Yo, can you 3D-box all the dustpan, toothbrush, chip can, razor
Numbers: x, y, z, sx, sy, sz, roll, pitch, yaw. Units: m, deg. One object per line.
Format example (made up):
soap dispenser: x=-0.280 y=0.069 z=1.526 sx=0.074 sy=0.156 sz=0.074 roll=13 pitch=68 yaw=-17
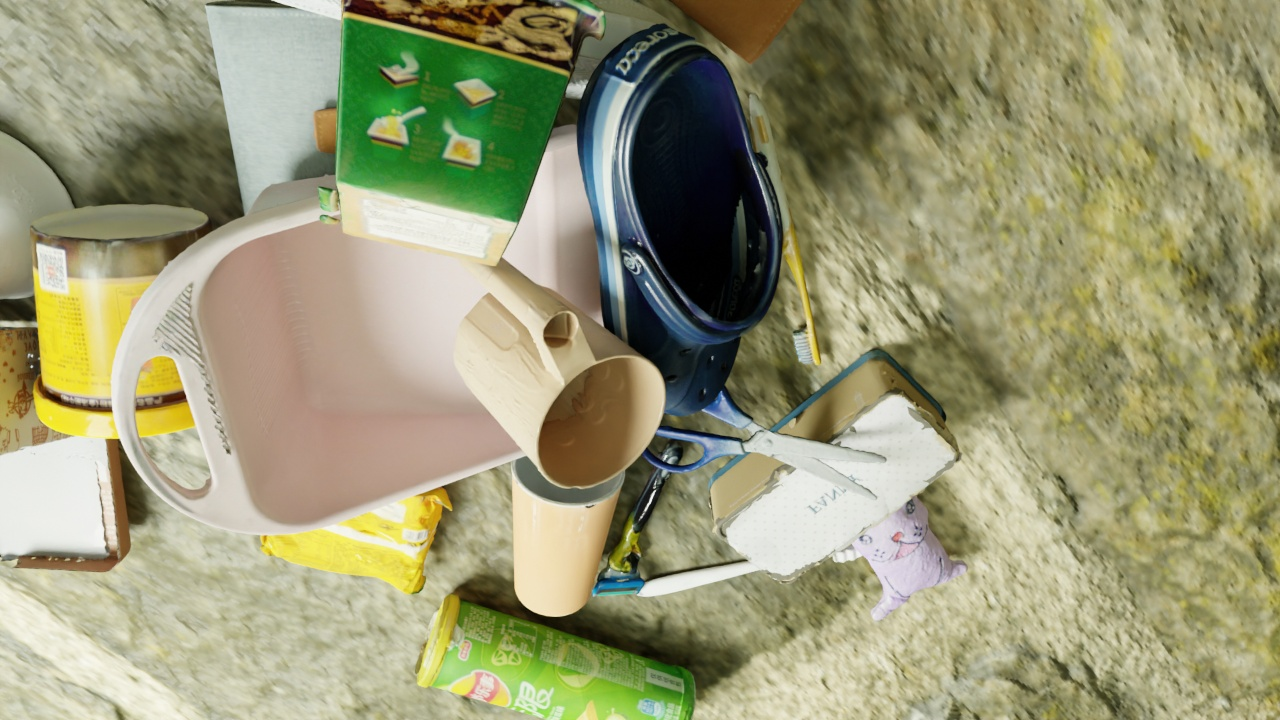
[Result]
dustpan: x=-0.134 y=0.000 z=0.529 sx=0.273 sy=0.138 sz=0.223 roll=-5 pitch=124 yaw=-5
toothbrush: x=0.090 y=-0.076 z=0.582 sx=0.018 sy=0.016 sz=0.191 roll=-11 pitch=120 yaw=15
toothbrush: x=0.083 y=0.164 z=0.716 sx=0.180 sy=0.016 sz=0.016 roll=-13 pitch=117 yaw=7
chip can: x=-0.063 y=0.253 z=0.732 sx=0.221 sy=0.072 sz=0.073 roll=21 pitch=117 yaw=-12
razor: x=0.000 y=0.117 z=0.686 sx=0.042 sy=0.022 sz=0.143 roll=3 pitch=120 yaw=-33

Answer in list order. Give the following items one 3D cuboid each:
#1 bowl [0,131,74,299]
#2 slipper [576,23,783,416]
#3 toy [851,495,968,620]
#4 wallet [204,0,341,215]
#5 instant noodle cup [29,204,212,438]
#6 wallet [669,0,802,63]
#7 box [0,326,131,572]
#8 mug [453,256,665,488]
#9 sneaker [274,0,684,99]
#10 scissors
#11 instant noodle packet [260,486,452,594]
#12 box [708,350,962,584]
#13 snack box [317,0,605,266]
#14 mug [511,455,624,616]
bowl: x=-0.412 y=-0.078 z=0.547 sx=0.118 sy=0.064 sz=0.118 roll=0 pitch=120 yaw=-1
slipper: x=0.035 y=-0.060 z=0.503 sx=0.105 sy=0.095 sz=0.253 roll=-38 pitch=145 yaw=-21
toy: x=0.192 y=0.140 z=0.689 sx=0.084 sy=0.039 sz=0.108 roll=-32 pitch=116 yaw=0
wallet: x=-0.187 y=-0.137 z=0.533 sx=0.106 sy=0.037 sz=0.130 roll=2 pitch=120 yaw=-1
instant noodle cup: x=-0.303 y=-0.028 z=0.551 sx=0.118 sy=0.118 sz=0.114 roll=3 pitch=112 yaw=-2
wallet: x=0.042 y=-0.239 z=0.483 sx=0.131 sy=0.031 sz=0.108 roll=33 pitch=116 yaw=-18
box: x=-0.457 y=0.065 z=0.572 sx=0.180 sy=0.156 sz=0.227 roll=4 pitch=110 yaw=-3
mug: x=-0.055 y=-0.003 z=0.511 sx=0.084 sy=0.103 sz=0.125 roll=-37 pitch=136 yaw=-15
sneaker: x=-0.076 y=-0.204 z=0.476 sx=0.242 sy=0.089 sz=0.090 roll=12 pitch=89 yaw=-19
scissors: x=0.076 y=0.043 z=0.610 sx=0.171 sy=0.012 sz=0.141 roll=-16 pitch=92 yaw=22
instant noodle packet: x=-0.207 y=0.116 z=0.670 sx=0.128 sy=0.044 sz=0.111 roll=18 pitch=124 yaw=-6
box: x=0.137 y=0.074 z=0.644 sx=0.184 sy=0.059 sz=0.090 roll=-41 pitch=113 yaw=17
snack box: x=-0.090 y=-0.108 z=0.434 sx=0.117 sy=0.118 sz=0.105 roll=11 pitch=80 yaw=-13
mug: x=-0.058 y=0.121 z=0.661 sx=0.078 sy=0.078 sz=0.123 roll=7 pitch=124 yaw=-5
